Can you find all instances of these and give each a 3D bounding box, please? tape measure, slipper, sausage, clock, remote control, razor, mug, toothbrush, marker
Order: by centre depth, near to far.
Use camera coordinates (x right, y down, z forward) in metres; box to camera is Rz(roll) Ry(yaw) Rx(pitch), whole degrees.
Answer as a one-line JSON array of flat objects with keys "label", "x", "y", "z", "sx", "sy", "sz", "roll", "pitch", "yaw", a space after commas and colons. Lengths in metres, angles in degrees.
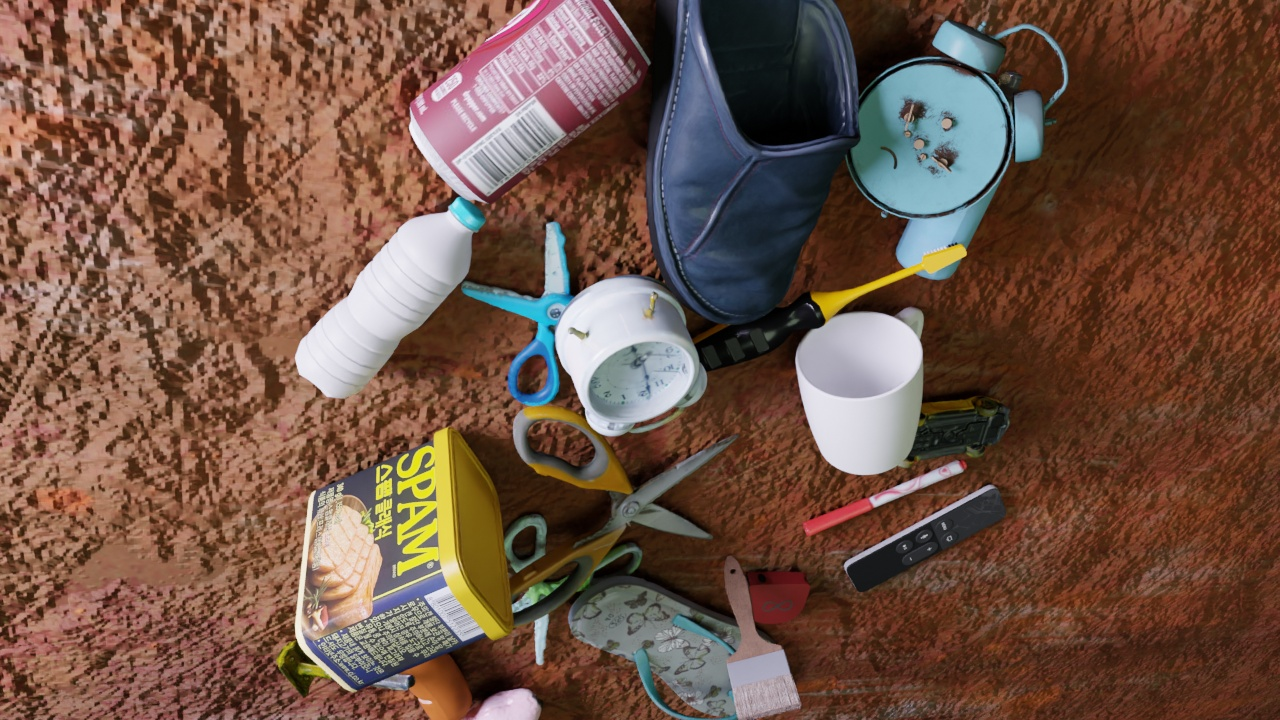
[{"label": "slipper", "x": 0.067, "y": -0.121, "z": 0.479, "sx": 0.108, "sy": 0.083, "sz": 0.266, "roll": -24, "pitch": 131, "yaw": -27}, {"label": "clock", "x": 0.172, "y": -0.135, "z": 0.510, "sx": 0.124, "sy": 0.053, "sz": 0.090, "roll": -33, "pitch": 102, "yaw": 30}, {"label": "clock", "x": -0.003, "y": 0.003, "z": 0.566, "sx": 0.083, "sy": 0.057, "sz": 0.118, "roll": -24, "pitch": 137, "yaw": 0}, {"label": "toothbrush", "x": 0.109, "y": -0.032, "z": 0.585, "sx": 0.197, "sy": 0.030, "sz": 0.031, "roll": -22, "pitch": 114, "yaw": 16}, {"label": "mug", "x": 0.162, "y": 0.015, "z": 0.634, "sx": 0.114, "sy": 0.081, "sz": 0.088, "roll": -44, "pitch": 139, "yaw": -24}, {"label": "razor", "x": -0.212, "y": 0.230, "z": 0.670, "sx": 0.106, "sy": 0.026, "sz": 0.042, "roll": -1, "pitch": 129, "yaw": 20}, {"label": "sausage", "x": -0.173, "y": 0.227, "z": 0.698, "sx": 0.044, "sy": 0.039, "sz": 0.164, "roll": -21, "pitch": 128, "yaw": 5}, {"label": "marker", "x": 0.199, "y": 0.111, "z": 0.747, "sx": 0.142, "sy": 0.012, "sz": 0.013, "roll": -23, "pitch": 128, "yaw": -1}, {"label": "slipper", "x": 0.049, "y": 0.255, "z": 0.774, "sx": 0.098, "sy": 0.054, "sz": 0.268, "roll": -40, "pitch": 128, "yaw": 9}, {"label": "tape measure", "x": 0.110, "y": 0.201, "z": 0.780, "sx": 0.059, "sy": 0.019, "sz": 0.051, "roll": 2, "pitch": 126, "yaw": -10}, {"label": "remote control", "x": 0.247, "y": 0.155, "z": 0.795, "sx": 0.147, "sy": 0.008, "sz": 0.045, "roll": -30, "pitch": 128, "yaw": 5}]

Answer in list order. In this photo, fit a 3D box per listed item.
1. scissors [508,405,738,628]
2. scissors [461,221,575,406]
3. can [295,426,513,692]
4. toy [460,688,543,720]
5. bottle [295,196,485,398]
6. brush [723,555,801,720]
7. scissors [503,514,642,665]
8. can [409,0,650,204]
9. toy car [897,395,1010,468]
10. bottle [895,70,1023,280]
[{"label": "scissors", "x": -0.031, "y": 0.112, "z": 0.656, "sx": 0.230, "sy": 0.016, "sz": 0.225, "roll": -48, "pitch": 131, "yaw": 8}, {"label": "scissors", "x": -0.051, "y": -0.022, "z": 0.574, "sx": 0.134, "sy": 0.011, "sz": 0.140, "roll": 11, "pitch": 122, "yaw": -27}, {"label": "can", "x": -0.147, "y": 0.122, "z": 0.571, "sx": 0.104, "sy": 0.135, "sz": 0.075, "roll": -23, "pitch": 128, "yaw": 3}, {"label": "toy", "x": -0.127, "y": 0.318, "z": 0.771, "sx": 0.093, "sy": 0.050, "sz": 0.103, "roll": -9, "pitch": 130, "yaw": -15}, {"label": "bottle", "x": -0.138, "y": -0.037, "z": 0.515, "sx": 0.136, "sy": 0.044, "sz": 0.044, "roll": -44, "pitch": 125, "yaw": 16}, {"label": "brush", "x": 0.083, "y": 0.203, "z": 0.694, "sx": 0.045, "sy": 0.143, "sz": 0.008, "roll": -15, "pitch": 127, "yaw": 4}, {"label": "scissors", "x": -0.080, "y": 0.177, "z": 0.711, "sx": 0.171, "sy": 0.024, "sz": 0.166, "roll": -31, "pitch": 133, "yaw": 3}, {"label": "can", "x": -0.056, "y": -0.134, "z": 0.458, "sx": 0.114, "sy": 0.063, "sz": 0.063, "roll": -36, "pitch": 127, "yaw": 10}, {"label": "toy car", "x": 0.231, "y": 0.052, "z": 0.702, "sx": 0.107, "sy": 0.030, "sz": 0.049, "roll": -5, "pitch": 125, "yaw": -11}, {"label": "bottle", "x": 0.201, "y": -0.114, "z": 0.566, "sx": 0.040, "sy": 0.040, "sz": 0.130, "roll": 5, "pitch": 123, "yaw": -20}]
